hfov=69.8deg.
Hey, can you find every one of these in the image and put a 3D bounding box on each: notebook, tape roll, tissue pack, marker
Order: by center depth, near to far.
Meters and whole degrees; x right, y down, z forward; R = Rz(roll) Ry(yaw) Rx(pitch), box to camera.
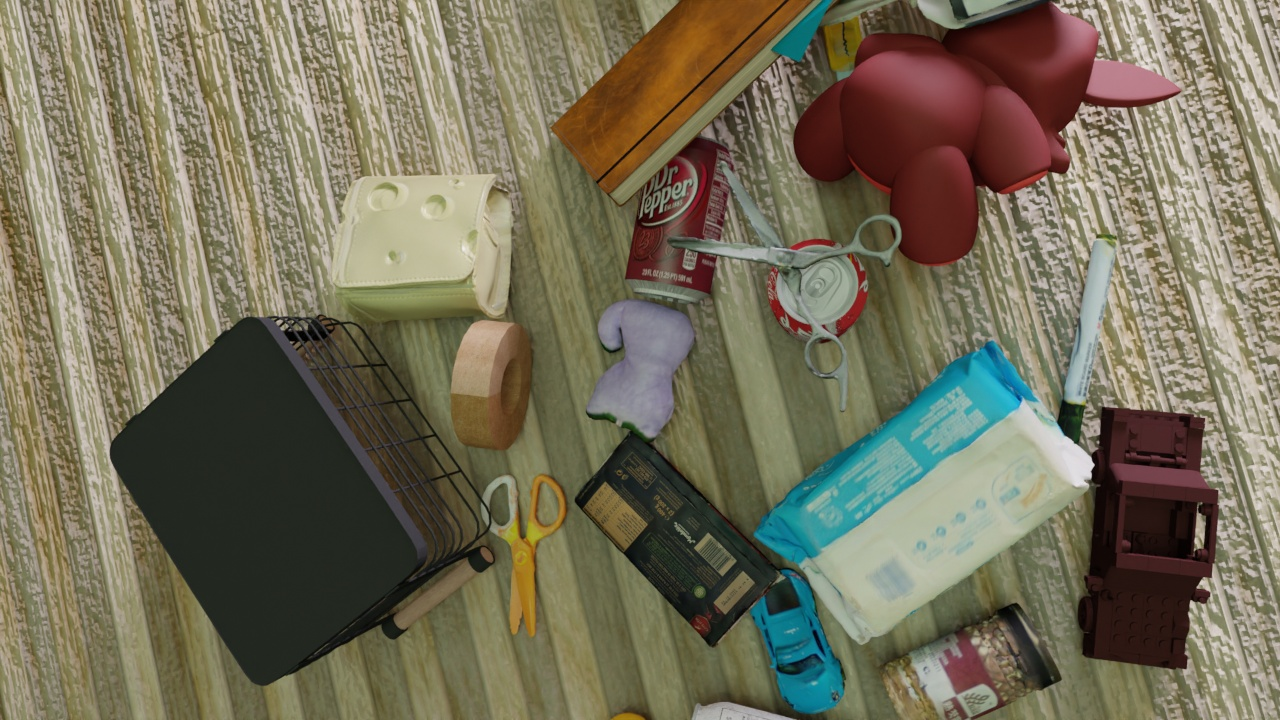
[{"bbox_3d":[0.052,-0.219,0.627,0.249,0.178,0.014,-43,124,7],"label":"notebook"},{"bbox_3d":[0.190,0.094,0.627,0.209,0.066,0.117,-40,82,9],"label":"tissue pack"},{"bbox_3d":[0.307,-0.014,0.632,0.017,0.017,0.146,12,90,11],"label":"marker"},{"bbox_3d":[-0.108,0.018,0.672,0.027,0.094,0.094,6,89,11],"label":"tape roll"}]

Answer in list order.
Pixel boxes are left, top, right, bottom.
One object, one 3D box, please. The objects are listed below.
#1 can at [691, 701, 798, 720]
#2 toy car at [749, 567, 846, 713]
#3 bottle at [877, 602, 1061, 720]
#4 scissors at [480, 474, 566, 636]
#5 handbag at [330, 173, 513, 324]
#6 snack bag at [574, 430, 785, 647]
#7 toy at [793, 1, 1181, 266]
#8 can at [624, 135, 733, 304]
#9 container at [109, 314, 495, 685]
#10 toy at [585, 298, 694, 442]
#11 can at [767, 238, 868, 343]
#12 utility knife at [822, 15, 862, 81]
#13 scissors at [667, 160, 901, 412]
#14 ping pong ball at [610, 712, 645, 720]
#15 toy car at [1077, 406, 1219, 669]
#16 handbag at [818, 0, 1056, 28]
[{"bbox_3d":[0.098,0.287,0.632,0.136,0.078,0.078,11,90,11],"label":"can"},{"bbox_3d":[0.112,0.202,0.656,0.048,0.032,0.105,-20,86,9],"label":"toy car"},{"bbox_3d":[0.221,0.212,0.621,0.105,0.056,0.056,-29,83,9],"label":"bottle"},{"bbox_3d":[-0.097,0.151,0.707,0.073,0.012,0.131,7,89,12],"label":"scissors"},{"bbox_3d":[-0.164,-0.086,0.694,0.119,0.081,0.111,-1,75,13],"label":"handbag"},{"bbox_3d":[0.024,0.128,0.671,0.155,0.018,0.075,44,98,19],"label":"snack bag"},{"bbox_3d":[0.216,-0.165,0.601,0.197,0.121,0.158,-31,54,-12],"label":"toy"},{"bbox_3d":[0.028,-0.101,0.665,0.063,0.063,0.114,10,90,11],"label":"can"},{"bbox_3d":[-0.238,0.093,0.671,0.163,0.130,0.241,-39,82,13],"label":"container"},{"bbox_3d":[-0.004,0.004,0.683,0.080,0.036,0.099,21,87,21],"label":"toy"},{"bbox_3d":[0.120,-0.045,0.624,0.064,0.104,0.064,0,88,11],"label":"can"},{"bbox_3d":[0.146,-0.270,0.674,0.030,0.017,0.175,-9,90,20],"label":"utility knife"},{"bbox_3d":[0.093,-0.048,0.568,0.142,0.014,0.171,-11,87,8],"label":"scissors"},{"bbox_3d":[-0.009,0.279,0.672,0.040,0.040,0.040,0,88,11],"label":"ping pong ball"},{"bbox_3d":[0.332,0.118,0.599,0.070,0.062,0.170,5,89,11],"label":"toy car"},{"bbox_3d":[0.183,-0.269,0.595,0.176,0.151,0.074,-17,126,14],"label":"handbag"}]
